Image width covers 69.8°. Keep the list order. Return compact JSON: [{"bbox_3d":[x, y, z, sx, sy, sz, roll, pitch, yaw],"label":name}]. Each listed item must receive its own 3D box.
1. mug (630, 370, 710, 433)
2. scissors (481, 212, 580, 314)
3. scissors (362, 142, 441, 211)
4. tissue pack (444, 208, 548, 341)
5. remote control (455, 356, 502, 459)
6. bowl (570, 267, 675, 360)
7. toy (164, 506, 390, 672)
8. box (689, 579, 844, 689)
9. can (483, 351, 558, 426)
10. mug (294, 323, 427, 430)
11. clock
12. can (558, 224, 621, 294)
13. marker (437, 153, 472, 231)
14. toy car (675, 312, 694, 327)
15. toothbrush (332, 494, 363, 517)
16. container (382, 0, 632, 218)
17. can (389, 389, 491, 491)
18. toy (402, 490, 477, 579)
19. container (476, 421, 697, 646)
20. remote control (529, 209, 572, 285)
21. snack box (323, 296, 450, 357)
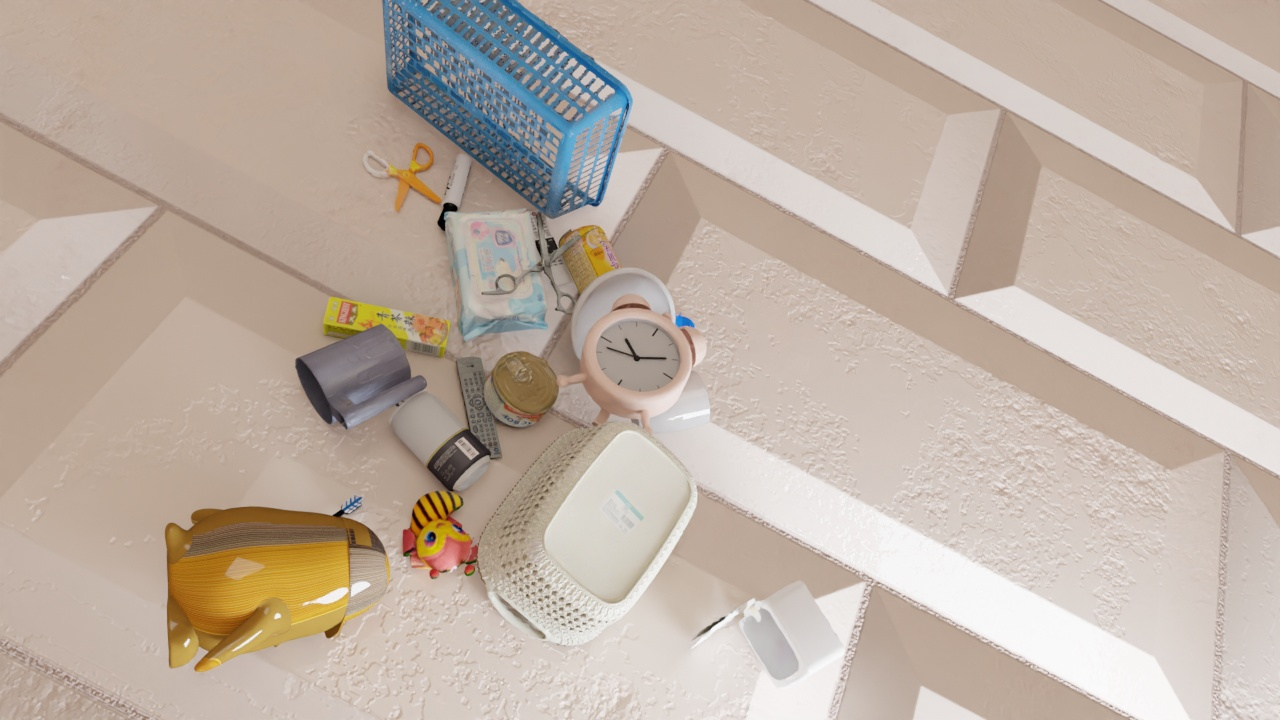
[{"bbox_3d":[0.027,0.047,1.174,0.089,0.071,0.107,-13,39,-15],"label":"mug"},{"bbox_3d":[-0.132,-0.116,1.158,0.173,0.014,0.141,-23,83,-35],"label":"scissors"},{"bbox_3d":[-0.326,-0.254,1.252,0.127,0.011,0.125,11,58,-10],"label":"scissors"},{"bbox_3d":[-0.186,-0.112,1.184,0.112,0.070,0.181,-4,64,-21],"label":"tissue pack"},{"bbox_3d":[-0.198,0.057,1.118,0.033,0.013,0.136,-7,64,-22],"label":"remote control"},{"bbox_3d":[-0.029,-0.049,1.186,0.149,0.043,0.150,-9,109,-27],"label":"bowl"},{"bbox_3d":[-0.354,0.218,0.906,0.203,0.163,0.198,-1,33,-27],"label":"toy"},{"bbox_3d":[0.128,0.314,1.026,0.136,0.109,0.126,-22,69,-28],"label":"box"},{"bbox_3d":[-0.146,0.035,1.122,0.086,0.043,0.086,15,56,-23],"label":"can"},{"bbox_3d":[-0.317,0.022,1.047,0.103,0.084,0.124,-29,43,-31],"label":"mug"},{"bbox_3d":[-0.007,0.006,1.113,0.131,0.086,0.160,31,66,7],"label":"clock"},{"bbox_3d":[-0.061,-0.124,1.232,0.067,0.068,0.105,-15,67,-25],"label":"can"},{"bbox_3d":[-0.254,-0.229,1.253,0.025,0.025,0.125,14,59,-10],"label":"marker"},{"bbox_3d":[0.037,-0.065,1.234,0.092,0.062,0.033,19,58,-7],"label":"toy car"},{"bbox_3d":[-0.370,0.198,0.986,0.167,0.014,0.014,-38,89,-31],"label":"toothbrush"},{"bbox_3d":[-0.196,-0.354,1.210,0.362,0.258,0.089,39,64,6],"label":"container"},{"bbox_3d":[-0.235,0.089,1.059,0.127,0.064,0.064,44,58,9],"label":"can"},{"bbox_3d":[-0.222,0.196,1.017,0.084,0.046,0.103,-8,61,-15],"label":"toy"},{"bbox_3d":[-0.051,0.184,1.019,0.184,0.143,0.245,42,57,-8],"label":"container"},{"bbox_3d":[-0.128,-0.154,1.260,0.028,0.012,0.124,-14,67,-24],"label":"remote control"},{"bbox_3d":[-0.311,-0.041,1.128,0.148,0.029,0.040,11,59,-12],"label":"snack box"}]
